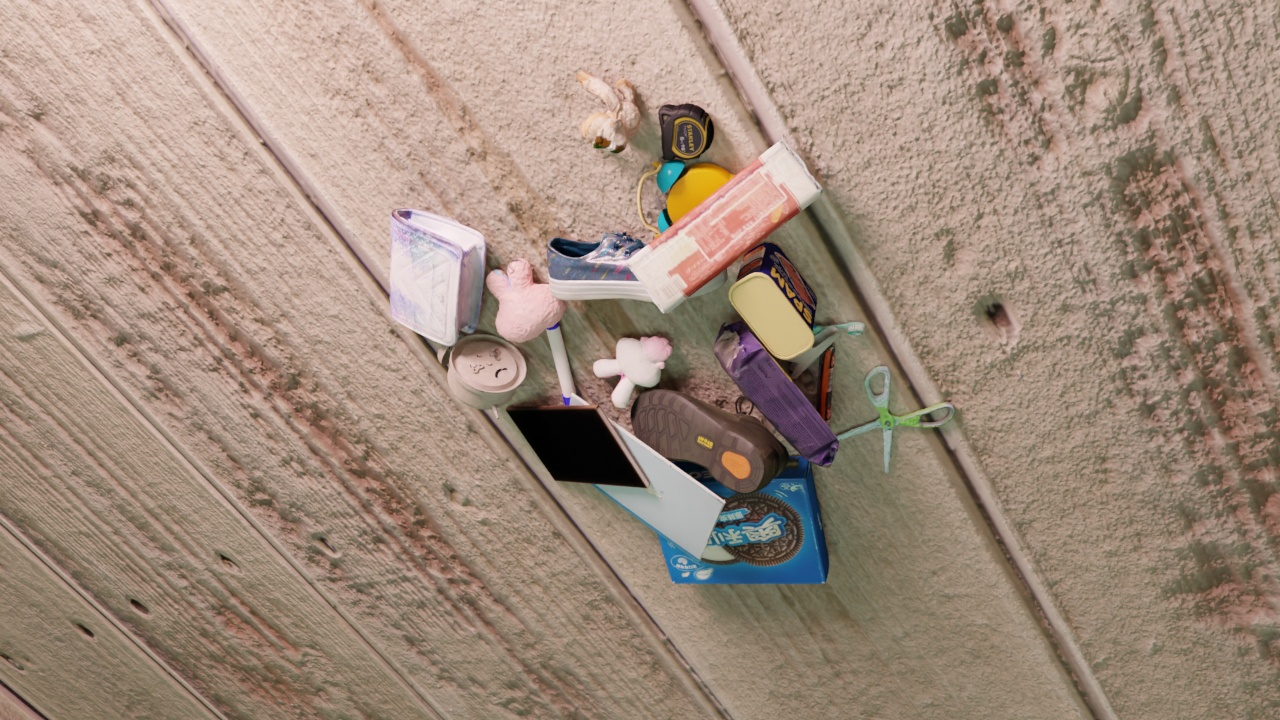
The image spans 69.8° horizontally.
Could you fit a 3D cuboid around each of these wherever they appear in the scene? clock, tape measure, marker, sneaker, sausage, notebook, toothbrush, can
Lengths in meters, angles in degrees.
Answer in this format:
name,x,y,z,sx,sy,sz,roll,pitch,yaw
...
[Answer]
name,x,y,z,sx,sy,sz,roll,pitch,yaw
clock,-0.231,0.008,1.261,0.157,0.103,0.061,36,133,8
tape measure,0.052,-0.258,1.033,0.061,0.034,0.062,6,125,16
marker,-0.108,0.011,1.269,0.020,0.020,0.142,-1,122,17
sneaker,0.109,0.094,1.225,0.238,0.142,0.101,26,110,38
sausage,0.239,0.042,1.188,0.020,0.020,0.155,4,124,13
notebook,-0.092,0.119,1.289,0.210,0.008,0.141,-4,125,48
sneaker,-0.009,-0.121,1.115,0.236,0.087,0.079,1,122,24
notebook,-0.005,0.166,1.269,0.253,0.009,0.181,34,145,16
clock,0.061,-0.187,1.075,0.130,0.043,0.099,2,124,7
toothbrush,0.210,-0.039,1.143,0.135,0.017,0.022,0,135,16
can,0.161,-0.074,1.088,0.057,0.092,0.116,-30,110,30

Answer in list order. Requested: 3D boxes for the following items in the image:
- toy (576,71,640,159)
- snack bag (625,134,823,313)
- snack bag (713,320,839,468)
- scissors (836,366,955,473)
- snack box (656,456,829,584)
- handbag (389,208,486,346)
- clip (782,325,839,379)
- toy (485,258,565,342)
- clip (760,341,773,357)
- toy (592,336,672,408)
name,x,y,z,sx,sy,sz,roll,pitch,yaw
toy,-0.039,-0.259,1.020,0.074,0.105,0.085,6,135,-13
snack bag,0.093,-0.149,1.030,0.225,0.041,0.077,-37,85,7
snack bag,0.168,0.045,1.138,0.058,0.096,0.205,-39,114,5
scissors,0.320,0.076,1.194,0.172,0.023,0.172,-21,120,24
snack box,0.139,0.234,1.323,0.239,0.056,0.196,-5,120,19
handbag,-0.272,-0.112,1.210,0.126,0.069,0.159,24,127,17
clip,0.198,-0.020,1.149,0.055,0.045,0.102,21,139,-14
toy,-0.155,-0.080,1.205,0.109,0.053,0.105,-23,103,28
clip,0.155,0.001,1.187,0.026,0.058,0.052,24,166,1
toy,-0.007,0.007,1.224,0.123,0.037,0.079,-35,85,30
